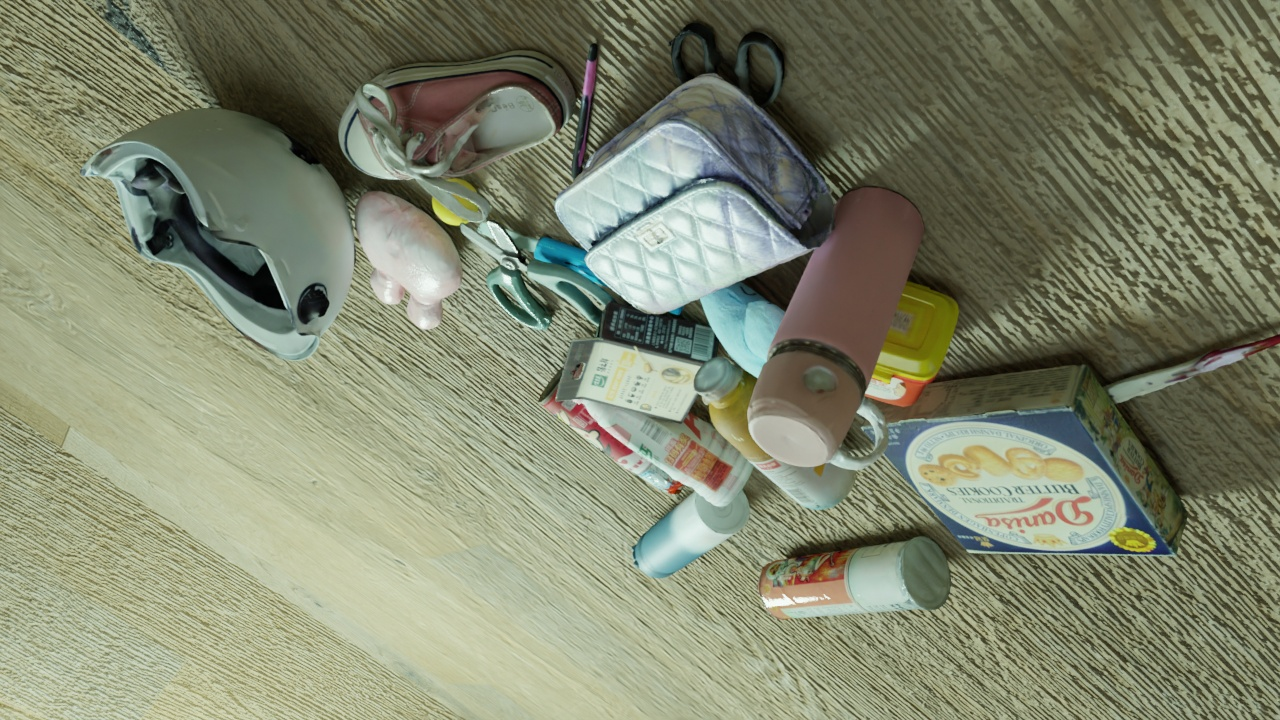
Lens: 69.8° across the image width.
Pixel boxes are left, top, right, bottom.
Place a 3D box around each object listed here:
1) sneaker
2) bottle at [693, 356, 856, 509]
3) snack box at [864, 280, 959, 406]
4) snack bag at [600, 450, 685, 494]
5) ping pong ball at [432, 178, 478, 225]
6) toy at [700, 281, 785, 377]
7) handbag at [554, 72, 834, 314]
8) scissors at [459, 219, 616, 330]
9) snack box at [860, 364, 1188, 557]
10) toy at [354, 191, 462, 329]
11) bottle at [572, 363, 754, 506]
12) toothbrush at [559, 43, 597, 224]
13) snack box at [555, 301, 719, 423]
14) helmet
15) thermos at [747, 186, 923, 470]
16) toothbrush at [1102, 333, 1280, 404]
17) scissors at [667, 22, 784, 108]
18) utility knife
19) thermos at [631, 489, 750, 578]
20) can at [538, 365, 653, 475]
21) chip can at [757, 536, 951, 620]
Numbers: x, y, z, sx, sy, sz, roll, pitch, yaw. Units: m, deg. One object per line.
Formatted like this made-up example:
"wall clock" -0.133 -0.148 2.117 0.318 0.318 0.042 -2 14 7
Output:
"sneaker" -0.161 -0.173 0.708 0.242 0.087 0.118 0 137 36
"bottle" 0.118 0.063 0.807 0.068 0.067 0.189 -11 138 45
"snack box" 0.177 -0.012 0.677 0.091 0.081 0.080 20 155 16
"snack bag" 0.007 0.117 1.020 0.104 0.026 0.048 33 140 -4
"ping pong ball" -0.160 -0.138 0.797 0.040 0.040 0.040 20 146 14
"toy" 0.097 -0.015 0.714 0.161 0.050 0.156 52 175 12
"handbag" 0.028 -0.106 0.652 0.134 0.075 0.194 42 152 -17
"scissors" -0.083 -0.069 0.827 0.176 0.019 0.175 15 154 20
"snack box" 0.302 0.087 0.731 0.182 0.045 0.178 46 148 -22
"toy" -0.228 -0.095 0.891 0.121 0.054 0.160 36 146 6
"bottle" 0.017 0.069 0.911 0.197 0.068 0.068 32 147 -4
"toothbrush" -0.048 -0.165 0.702 0.018 0.014 0.190 35 148 14
"snack box" -0.005 0.005 0.832 0.125 0.053 0.113 15 147 -5
"helmet" -0.362 -0.131 0.863 0.229 0.145 0.259 21 151 27
"thermos" 0.135 -0.020 0.588 0.087 0.198 0.067 25 146 3
"toothbrush" 0.371 -0.002 0.599 0.016 0.017 0.188 34 149 -12
"scissors" 0.069 -0.152 0.630 0.170 0.014 0.151 45 145 -23
"utility knife" -0.057 -0.087 0.808 0.205 0.018 0.034 21 146 15
"thermos" 0.053 0.201 1.066 0.070 0.070 0.221 32 148 -3
"can" -0.039 0.062 0.958 0.132 0.053 0.053 38 146 -13
"chip can" 0.220 0.236 0.977 0.071 0.071 0.215 41 145 -16
